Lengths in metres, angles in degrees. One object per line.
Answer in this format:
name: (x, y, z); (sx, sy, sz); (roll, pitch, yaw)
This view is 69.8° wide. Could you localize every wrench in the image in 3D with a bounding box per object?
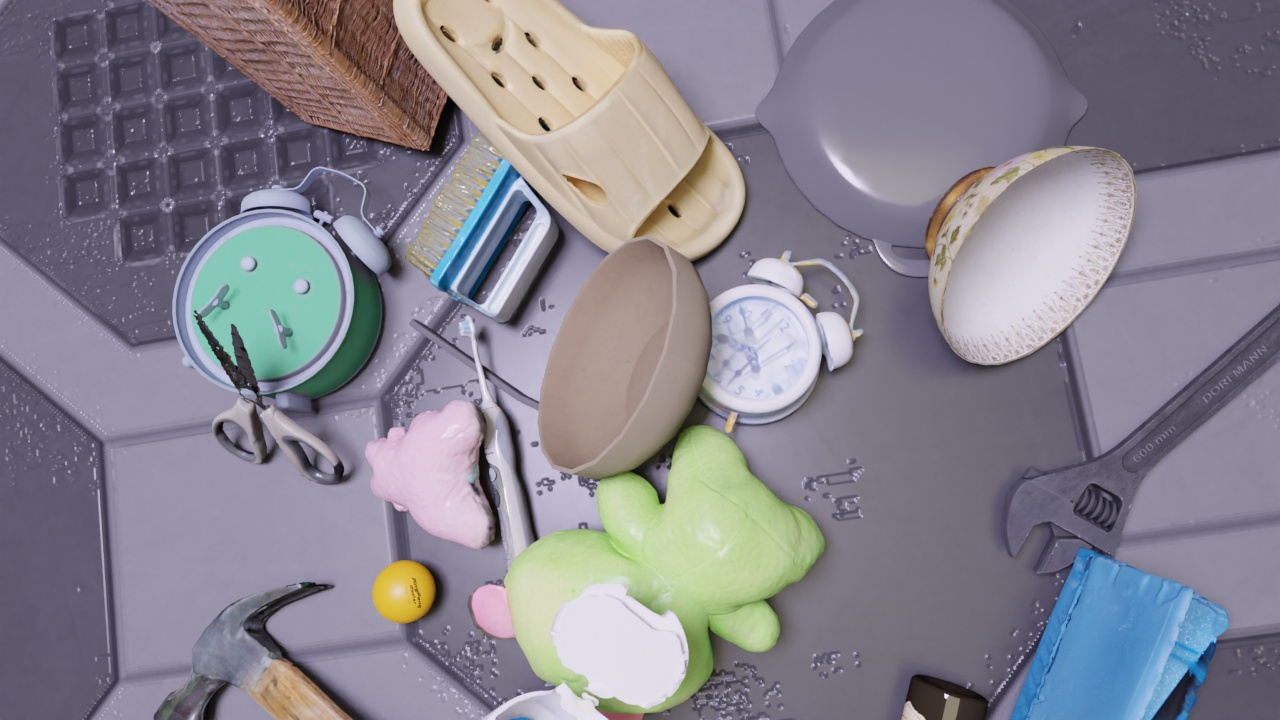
wrench: (0.335, 0.035, 0.572); (0.273, 0.018, 0.073); (-40, 90, -2)

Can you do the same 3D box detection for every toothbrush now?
toothbrush: (-0.094, 0.060, 0.608); (0.024, 0.022, 0.185); (-11, 86, -25)
toothbrush: (-0.090, 0.018, 0.624); (0.167, 0.013, 0.013); (34, 95, 9)

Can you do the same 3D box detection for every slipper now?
slipper: (-0.038, -0.158, 0.567); (0.261, 0.079, 0.111); (40, 82, -13)

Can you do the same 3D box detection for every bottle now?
bottle: (0.162, 0.285, 0.545); (0.045, 0.045, 0.184); (15, 85, 8)

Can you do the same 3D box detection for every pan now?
pan: (0.189, -0.234, 0.620); (0.216, 0.024, 0.354); (0, 83, 6)

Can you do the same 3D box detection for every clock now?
clock: (-0.234, -0.054, 0.616); (0.122, 0.075, 0.161); (23, 85, 8)
clock: (0.084, -0.014, 0.591); (0.125, 0.052, 0.089); (-42, 79, -3)

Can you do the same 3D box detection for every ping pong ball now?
ping pong ball: (-0.154, 0.151, 0.599); (0.040, 0.040, 0.040); (-1, 83, 6)

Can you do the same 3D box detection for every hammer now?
hammer: (-0.153, 0.259, 0.562); (0.330, 0.033, 0.132); (31, 82, 20)

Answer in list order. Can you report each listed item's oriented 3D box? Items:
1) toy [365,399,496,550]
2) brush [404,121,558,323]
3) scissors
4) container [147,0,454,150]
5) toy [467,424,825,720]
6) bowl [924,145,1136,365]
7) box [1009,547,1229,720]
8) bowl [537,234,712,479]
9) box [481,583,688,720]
toy: (-0.140, 0.073, 0.602); (0.096, 0.052, 0.099); (1, 102, 25)
brush: (-0.091, -0.100, 0.616); (0.075, 0.055, 0.136); (29, 86, 13)
scissors: (-0.234, 0.032, 0.579); (0.150, 0.165, 0.012); (36, 49, -20)
container: (-0.204, -0.230, 0.575); (0.113, 0.198, 0.113); (13, 79, 19)
toy: (0.010, 0.138, 0.553); (0.150, 0.107, 0.196); (45, 85, -3)
bowl: (0.222, -0.072, 0.560); (0.145, 0.145, 0.063); (-39, 43, 0)
box: (0.261, 0.231, 0.502); (0.094, 0.112, 0.231); (24, 88, -1)
bowl: (-0.003, 0.003, 0.563); (0.050, 0.152, 0.152); (22, 84, -27)
box: (-0.040, 0.192, 0.491); (0.084, 0.147, 0.136); (39, 64, 5)
